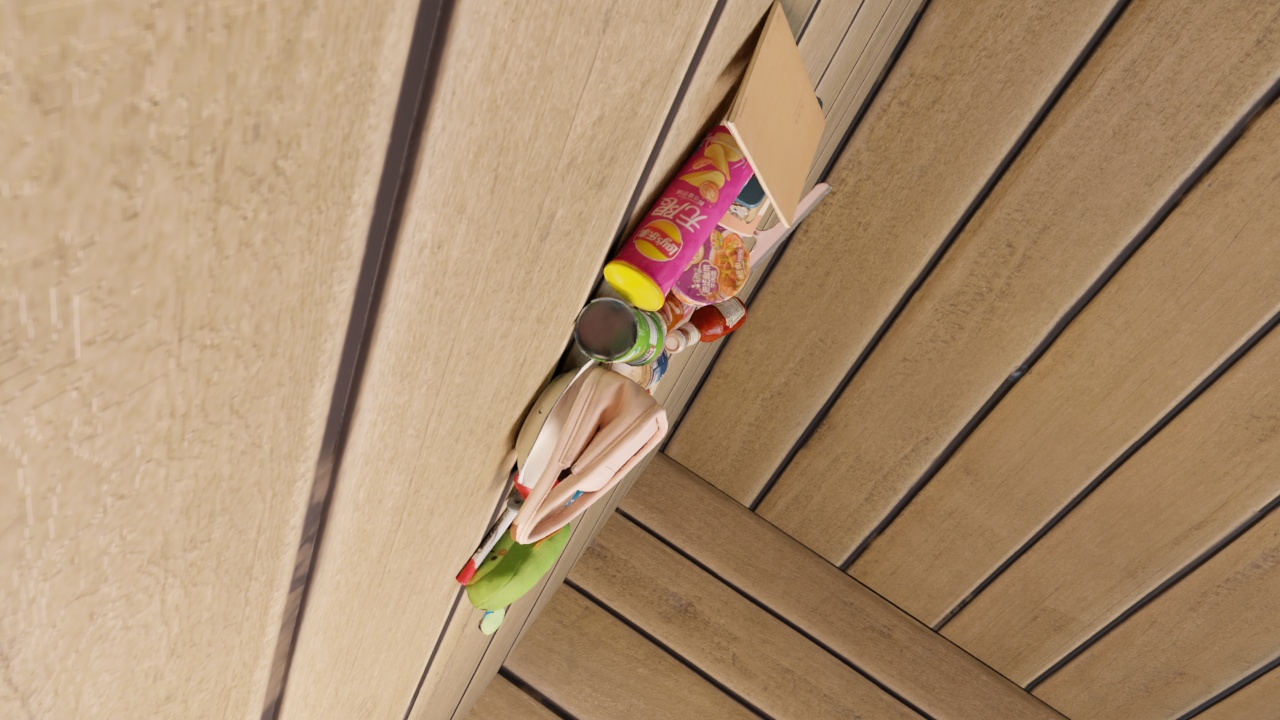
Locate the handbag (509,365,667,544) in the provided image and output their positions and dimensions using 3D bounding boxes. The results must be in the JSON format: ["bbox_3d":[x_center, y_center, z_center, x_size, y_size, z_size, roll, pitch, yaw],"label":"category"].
[{"bbox_3d":[-0.070,0.126,1.090,0.234,0.093,0.193,-51,168,-5],"label":"handbag"}]

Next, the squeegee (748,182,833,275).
[{"bbox_3d":[0.137,-0.194,1.352,0.248,0.040,0.249,-46,156,27],"label":"squeegee"}]

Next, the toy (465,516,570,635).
[{"bbox_3d":[-0.167,0.271,1.315,0.228,0.090,0.245,-43,-177,39],"label":"toy"}]

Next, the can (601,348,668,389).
[{"bbox_3d":[-0.008,0.008,1.305,0.075,0.075,0.111,-59,173,13],"label":"can"}]

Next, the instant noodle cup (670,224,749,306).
[{"bbox_3d":[0.085,-0.123,1.259,0.111,0.111,0.099,-56,180,-10],"label":"instant noodle cup"}]

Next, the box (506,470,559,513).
[{"bbox_3d":[-0.108,0.108,1.217,0.200,0.098,0.119,-53,140,-27],"label":"box"}]

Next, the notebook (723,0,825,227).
[{"bbox_3d":[0.154,-0.262,1.004,0.211,0.012,0.149,43,65,-57],"label":"notebook"}]

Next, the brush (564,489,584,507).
[{"bbox_3d":[-0.089,0.160,1.301,0.143,0.073,0.055,-88,-165,-64],"label":"brush"}]

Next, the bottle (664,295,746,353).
[{"bbox_3d":[0.097,-0.052,1.409,0.205,0.060,0.060,-28,152,-54],"label":"bottle"}]

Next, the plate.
[{"bbox_3d":[-0.101,0.070,1.067,0.164,0.034,0.164,-59,170,-10],"label":"plate"}]

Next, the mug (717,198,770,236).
[{"bbox_3d":[0.126,-0.231,1.202,0.114,0.081,0.106,4,121,-48],"label":"mug"}]

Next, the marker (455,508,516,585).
[{"bbox_3d":[-0.202,0.242,1.251,0.145,0.017,0.017,-55,173,-22],"label":"marker"}]

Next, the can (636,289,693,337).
[{"bbox_3d":[0.031,-0.068,1.307,0.058,0.058,0.147,-61,173,27],"label":"can"}]

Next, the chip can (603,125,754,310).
[{"bbox_3d":[0.048,-0.154,0.974,0.210,0.071,0.071,-55,173,-20],"label":"chip can"}]

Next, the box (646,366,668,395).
[{"bbox_3d":[-0.014,0.072,1.552,0.091,0.076,0.169,-49,169,-54],"label":"box"}]

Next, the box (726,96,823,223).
[{"bbox_3d":[0.148,-0.264,1.122,0.184,0.090,0.061,-59,173,-9],"label":"box"}]

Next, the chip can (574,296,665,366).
[{"bbox_3d":[-0.019,-0.031,1.068,0.072,0.072,0.236,-58,173,3],"label":"chip can"}]

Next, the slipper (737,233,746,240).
[{"bbox_3d":[0.146,-0.214,1.465,0.274,0.054,0.114,-58,174,8],"label":"slipper"}]
